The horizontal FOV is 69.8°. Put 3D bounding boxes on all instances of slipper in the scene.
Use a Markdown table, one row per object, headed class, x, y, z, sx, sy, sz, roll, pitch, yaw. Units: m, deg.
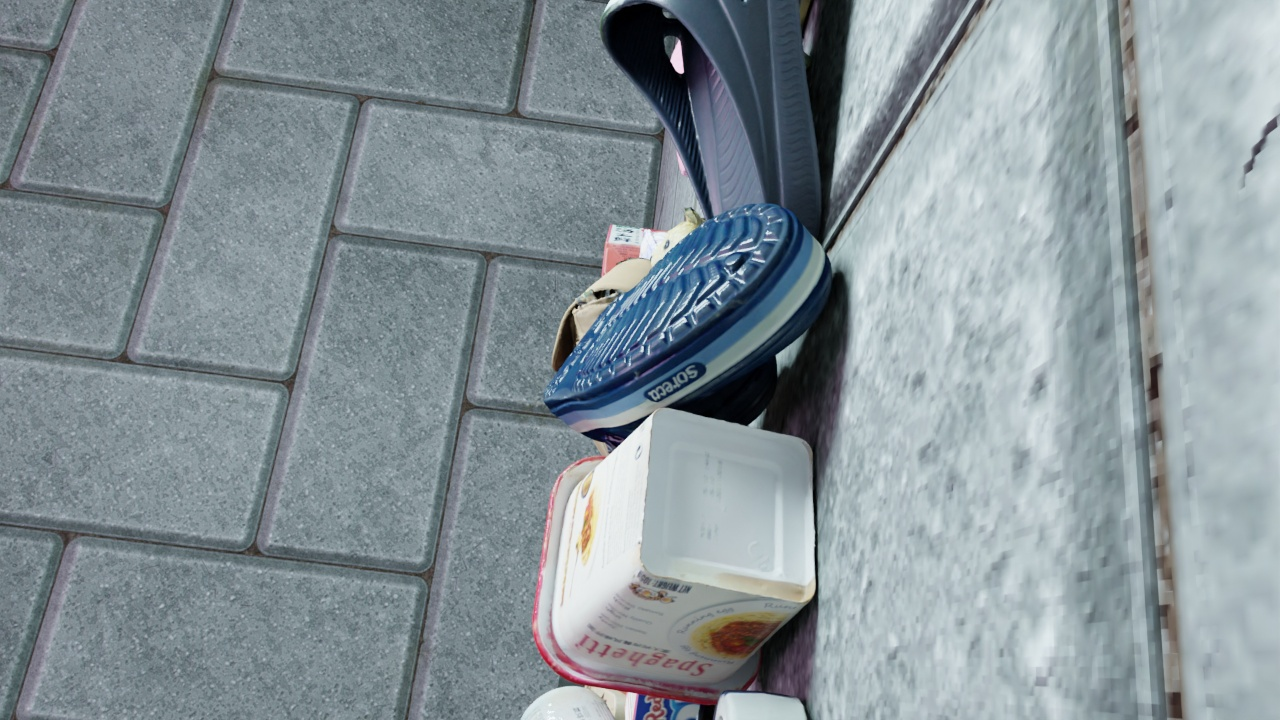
| class | x | y | z | sx | sy | sz | roll | pitch | yaw |
| --- | --- | --- | --- | --- | --- | --- | --- | --- | --- |
| slipper | 0.019 | 0.006 | 0.483 | 0.105 | 0.095 | 0.253 | -59 | 13 | -21 |
| slipper | 0.029 | -0.169 | 0.476 | 0.111 | 0.083 | 0.268 | 153 | 108 | -72 |

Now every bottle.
| class | x | y | z | sx | sy | sz | roll | pitch | yaw |
| --- | --- | --- | --- | --- | --- | --- | --- | --- | --- |
| bottle | -0.018 | 0.281 | 0.551 | 0.189 | 0.068 | 0.068 | 44 | 132 | 54 |

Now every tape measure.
| class | x | y | z | sx | sy | sz | roll | pitch | yaw |
| --- | --- | --- | --- | --- | --- | --- | --- | --- | --- |
| tape measure | 0.046 | 0.163 | 0.357 | 0.066 | 0.033 | 0.065 | 96 | 178 | -48 |

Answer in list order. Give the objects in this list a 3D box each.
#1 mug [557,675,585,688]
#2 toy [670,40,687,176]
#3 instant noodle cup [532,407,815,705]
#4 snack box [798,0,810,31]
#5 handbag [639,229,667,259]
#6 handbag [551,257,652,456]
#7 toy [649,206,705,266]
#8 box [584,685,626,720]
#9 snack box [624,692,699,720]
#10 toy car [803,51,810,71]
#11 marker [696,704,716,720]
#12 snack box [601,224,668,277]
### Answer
| class | x | y | z | sx | sy | sz | roll | pitch | yaw |
| --- | --- | --- | --- | --- | --- | --- | --- | --- | --- |
| mug | -0.025 | 0.273 | 0.918 | 0.084 | 0.103 | 0.123 | 107 | 171 | -79 |
| toy | 0.061 | -0.259 | 0.903 | 0.194 | 0.074 | 0.179 | -80 | -3 | -50 |
| instant noodle cup | 0.020 | 0.087 | 0.426 | 0.124 | 0.116 | 0.116 | 122 | 158 | -55 |
| snack box | 0.077 | -0.262 | 0.585 | 0.241 | 0.063 | 0.114 | 100 | 177 | -53 |
| handbag | 0.029 | -0.032 | 0.938 | 0.134 | 0.075 | 0.194 | -99 | 14 | -67 |
| handbag | -0.004 | 0.004 | 0.703 | 0.204 | 0.100 | 0.148 | -58 | -54 | -74 |
| toy | 0.044 | -0.025 | 0.628 | 0.105 | 0.066 | 0.157 | 53 | -150 | -71 |
| box | -0.001 | 0.301 | 0.710 | 0.169 | 0.079 | 0.091 | 125 | 154 | -72 |
| snack box | 0.029 | 0.142 | 0.561 | 0.058 | 0.057 | 0.207 | -104 | 22 | -78 |
| toy car | 0.079 | -0.137 | 0.536 | 0.049 | 0.031 | 0.105 | 100 | 176 | -64 |
| marker | 0.037 | 0.198 | 0.518 | 0.018 | 0.015 | 0.124 | -33 | -42 | -79 |
| snack box | 0.015 | -0.125 | 1.067 | 0.127 | 0.113 | 0.044 | -88 | 5 | -71 |
